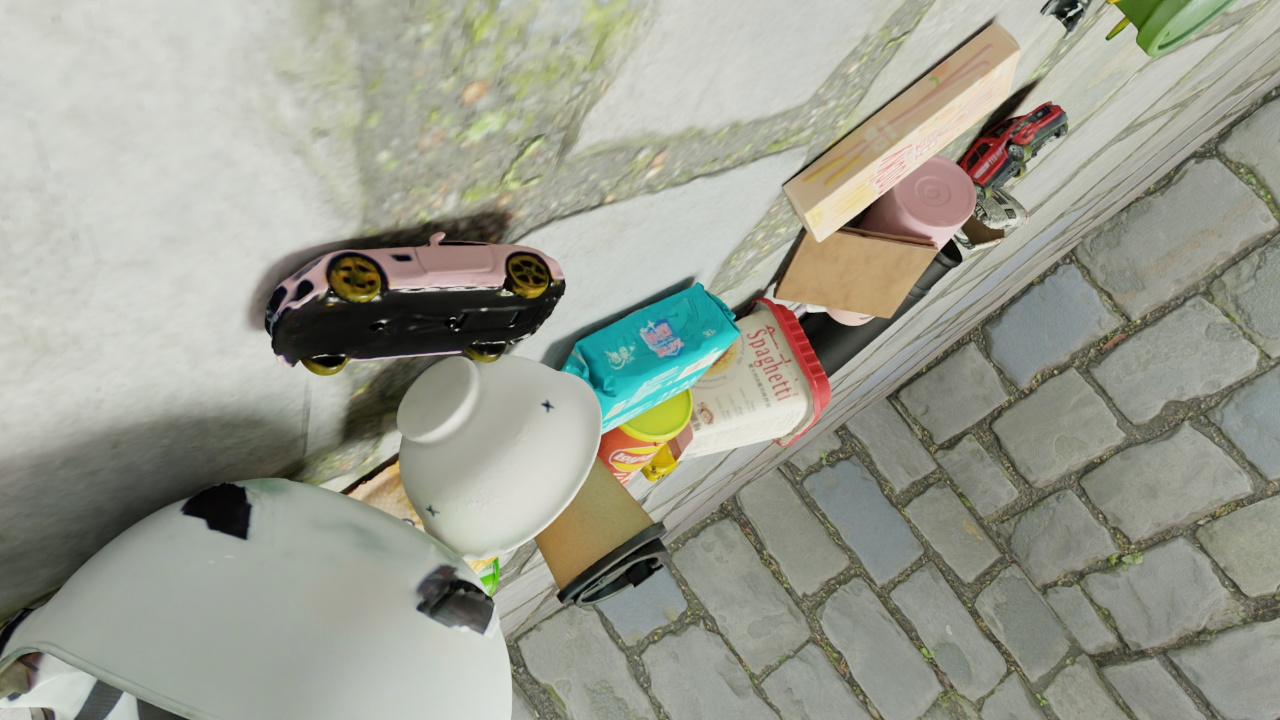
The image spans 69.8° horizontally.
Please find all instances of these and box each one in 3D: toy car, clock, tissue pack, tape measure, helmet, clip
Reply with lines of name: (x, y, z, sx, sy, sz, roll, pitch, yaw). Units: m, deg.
toy car: (-0.086, -0.025, 0.364, 0.122, 0.037, 0.056, -6, 148, -39)
clock: (0.376, -0.271, 0.588, 0.161, 0.056, 0.116, -41, 166, 22)
tissue pack: (-0.004, 0.004, 0.624, 0.133, 0.050, 0.093, -27, 166, -30)
toy car: (0.306, -0.176, 0.767, 0.052, 0.045, 0.121, -34, 172, -14)
tape measure: (0.016, 0.090, 0.946, 0.057, 0.060, 0.029, -27, 160, -26)
helmet: (-0.158, 0.139, 0.433, 0.259, 0.229, 0.145, 124, -13, -50)
clip: (0.281, -0.226, 0.590, 0.056, 0.027, 0.024, -38, 172, -36)

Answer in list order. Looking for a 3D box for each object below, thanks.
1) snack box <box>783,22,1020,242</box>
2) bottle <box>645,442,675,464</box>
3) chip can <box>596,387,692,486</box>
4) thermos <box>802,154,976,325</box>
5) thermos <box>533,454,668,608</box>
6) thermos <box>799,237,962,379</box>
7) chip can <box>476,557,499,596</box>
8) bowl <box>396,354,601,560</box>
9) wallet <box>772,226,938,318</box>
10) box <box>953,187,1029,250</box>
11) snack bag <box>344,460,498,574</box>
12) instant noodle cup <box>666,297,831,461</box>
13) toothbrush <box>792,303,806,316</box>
snack box: (0.166, -0.141, 0.589, 0.157, 0.026, 0.084, -38, 166, 11)
bottle: (0.051, 0.051, 0.881, 0.189, 0.068, 0.068, -25, 163, -37)
chip can: (-0.034, 0.077, 0.760, 0.073, 0.073, 0.217, -25, 164, -36)
thermos: (0.198, -0.090, 0.771, 0.087, 0.067, 0.199, -11, 162, -12)
thermos: (-0.048, 0.107, 0.673, 0.093, 0.143, 0.093, -33, 166, -10)
thermos: (0.231, -0.052, 0.979, 0.243, 0.068, 0.089, -45, -174, 34)
chip can: (-0.199, 0.192, 0.754, 0.073, 0.072, 0.221, -40, 165, 19)
bowl: (-0.086, 0.036, 0.475, 0.118, 0.118, 0.065, -36, 128, 5)
wallet: (0.167, -0.070, 0.727, 0.101, 0.020, 0.115, 10, 156, -3)
box: (0.342, -0.153, 0.898, 0.073, 0.076, 0.163, -39, 165, 35)
snack bag: (-0.165, 0.129, 0.597, 0.208, 0.073, 0.128, -38, 131, -2)
instant noodle cup: (0.077, 0.024, 0.783, 0.124, 0.116, 0.117, -19, 162, -18)
toothbrush: (0.174, -0.065, 0.897, 0.187, 0.016, 0.017, -35, 157, 1)
